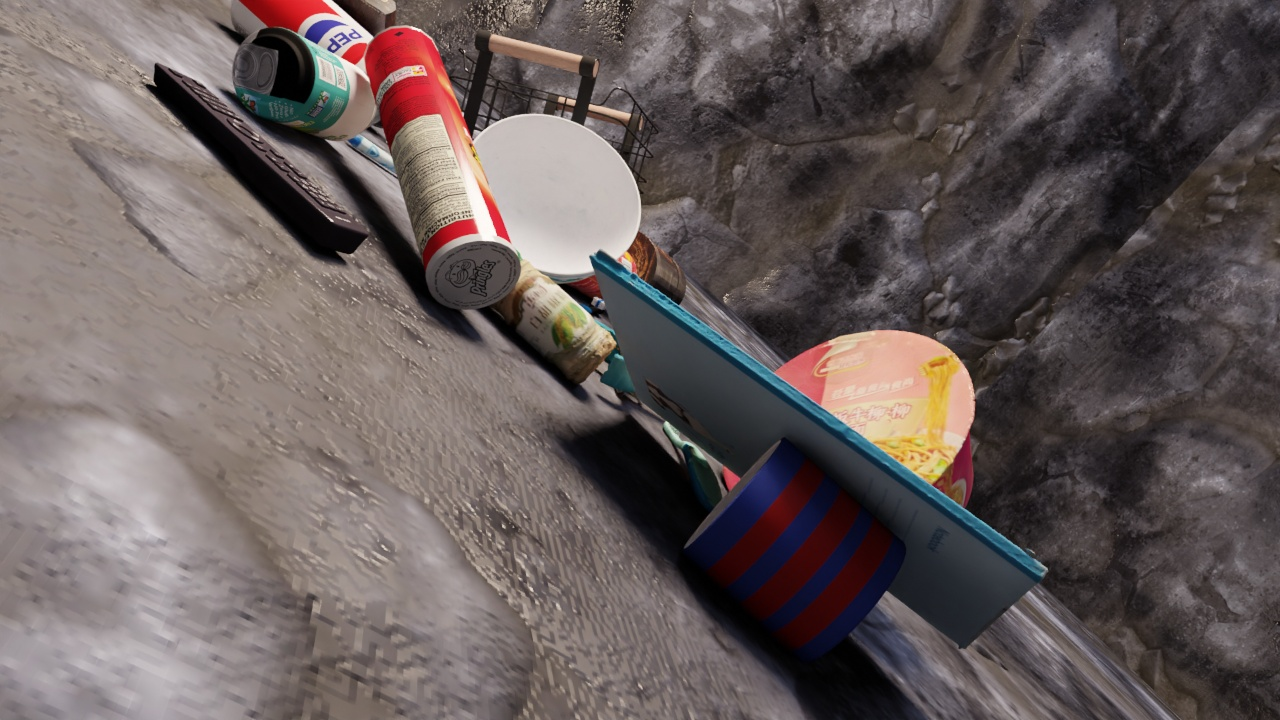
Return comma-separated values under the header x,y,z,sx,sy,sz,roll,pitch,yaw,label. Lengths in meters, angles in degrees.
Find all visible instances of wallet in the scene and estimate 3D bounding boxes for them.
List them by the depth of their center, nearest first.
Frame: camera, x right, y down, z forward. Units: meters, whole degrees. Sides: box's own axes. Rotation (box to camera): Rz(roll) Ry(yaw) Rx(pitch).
x,y,z,sx,sy,sz,roll,pitch,yaw,label
-0.239,-0.264,0.779,0.072,0.019,0.123,38,-36,9,wallet

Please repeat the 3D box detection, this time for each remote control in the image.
x,y,z,sx,sy,sz,roll,pitch,yaw,label
-0.190,-0.100,0.451,0.136,0.015,0.032,40,8,14,remote control

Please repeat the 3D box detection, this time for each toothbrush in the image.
x,y,z,sx,sy,sz,roll,pitch,yaw,label
0.034,0.063,0.597,0.022,0.017,0.135,33,10,-19,toothbrush
-0.048,-0.044,0.793,0.014,0.014,0.167,30,8,3,toothbrush

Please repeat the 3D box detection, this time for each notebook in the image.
x,y,z,sx,sy,sz,roll,pitch,yaw,label
0.080,0.054,0.491,0.253,0.009,0.181,37,-16,23,notebook

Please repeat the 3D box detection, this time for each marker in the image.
x,y,z,sx,sy,sz,roll,pitch,yaw,label
-0.173,-0.140,0.734,0.141,0.013,0.013,32,12,-43,marker

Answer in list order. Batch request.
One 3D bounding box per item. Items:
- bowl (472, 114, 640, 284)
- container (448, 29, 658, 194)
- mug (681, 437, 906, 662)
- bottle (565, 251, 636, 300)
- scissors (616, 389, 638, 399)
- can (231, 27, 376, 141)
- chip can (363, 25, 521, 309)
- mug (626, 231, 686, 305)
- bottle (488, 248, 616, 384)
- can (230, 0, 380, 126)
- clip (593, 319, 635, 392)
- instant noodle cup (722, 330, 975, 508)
x,y,z,sx,sy,sz,roll,pitch,yaw,label
-0.080,-0.116,0.740,0.144,0.143,0.074,41,-31,-1,bowl
-0.084,-0.210,0.891,0.163,0.130,0.241,17,5,9,container
0.070,0.095,0.456,0.076,0.074,0.112,42,-17,6,mug
-0.058,-0.099,0.869,0.062,0.062,0.137,45,9,27,bottle
0.010,0.022,0.715,0.141,0.014,0.161,36,10,-9,scissors
-0.214,-0.175,0.594,0.055,0.055,0.101,41,9,3,can
-0.125,-0.125,0.558,0.051,0.052,0.214,31,28,-49,chip can
-0.015,-0.100,1.053,0.116,0.080,0.107,16,-3,24,mug
-0.067,-0.034,0.569,0.111,0.043,0.043,42,9,1,bottle
-0.257,-0.251,0.731,0.132,0.070,0.070,42,9,9,can
0.003,0.010,0.637,0.130,0.031,0.121,28,9,-30,clip
0.154,0.068,0.643,0.078,0.178,0.178,54,0,-33,instant noodle cup
